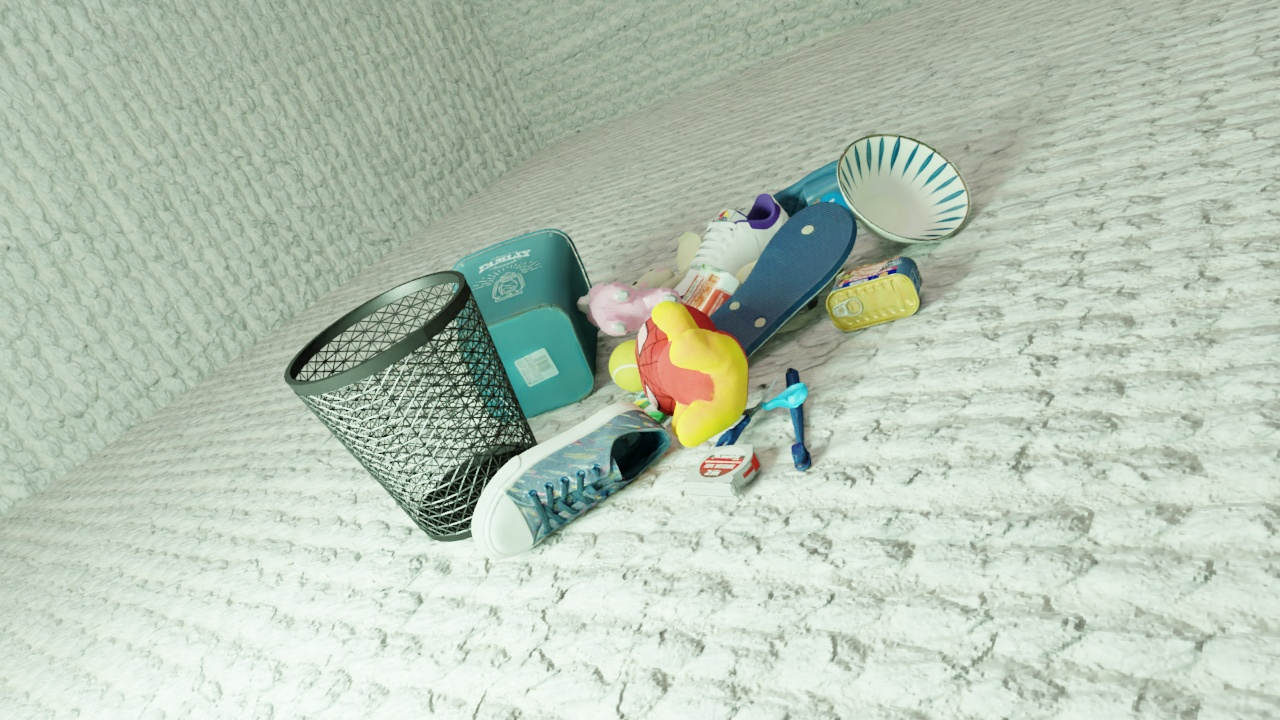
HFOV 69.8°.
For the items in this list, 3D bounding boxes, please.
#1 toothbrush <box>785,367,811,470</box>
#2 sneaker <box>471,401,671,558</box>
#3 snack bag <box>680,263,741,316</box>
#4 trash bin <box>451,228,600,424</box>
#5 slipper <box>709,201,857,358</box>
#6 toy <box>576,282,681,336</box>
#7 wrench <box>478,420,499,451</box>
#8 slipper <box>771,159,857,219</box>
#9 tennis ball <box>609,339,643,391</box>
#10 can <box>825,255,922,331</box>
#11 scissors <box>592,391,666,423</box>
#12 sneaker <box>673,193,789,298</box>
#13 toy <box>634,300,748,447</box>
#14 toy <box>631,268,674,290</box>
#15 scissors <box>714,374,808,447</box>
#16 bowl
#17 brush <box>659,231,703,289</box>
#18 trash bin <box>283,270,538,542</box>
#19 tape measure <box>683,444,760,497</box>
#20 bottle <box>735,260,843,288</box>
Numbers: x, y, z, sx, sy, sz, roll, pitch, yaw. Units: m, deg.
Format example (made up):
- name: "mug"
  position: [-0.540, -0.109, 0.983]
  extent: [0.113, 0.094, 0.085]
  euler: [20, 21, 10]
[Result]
- name: "toothbrush"
  position: [0.155, 0.052, 0.915]
  extent: [0.016, 0.017, 0.189]
  euler: [-21, 22, 15]
- name: "sneaker"
  position: [-0.065, 0.120, 0.939]
  extent: [0.234, 0.087, 0.079]
  euler: [-35, 28, -28]
- name: "snack bag"
  position: [0.078, -0.066, 1.191]
  extent: [0.116, 0.036, 0.077]
  euler: [-59, 23, 3]
- name: "trash bin"
  position: [-0.157, -0.042, 1.281]
  extent: [0.196, 0.199, 0.218]
  euler: [-19, 28, 3]
- name: "slipper"
  position: [0.169, -0.075, 1.128]
  extent: [0.294, 0.060, 0.118]
  euler: [-47, 41, -11]
- name: "toy"
  position: [-0.014, -0.066, 1.182]
  extent: [0.123, 0.067, 0.157]
  euler: [4, 6, -12]
- name: "wrench"
  position: [-0.200, 0.084, 1.282]
  extent: [0.047, 0.009, 0.272]
  euler: [-22, 21, 14]
- name: "slipper"
  position: [0.265, -0.224, 1.334]
  extent: [0.214, 0.104, 0.059]
  euler: [-19, 43, 41]
- name: "tennis ball"
  position: [-0.007, 0.007, 1.150]
  extent: [0.065, 0.065, 0.065]
  euler: [-24, 21, 10]
- name: "can"
  position: [0.264, -0.076, 1.033]
  extent: [0.100, 0.054, 0.058]
  euler: [-15, 23, 28]
- name: "scissors"
  position: [-0.010, 0.060, 1.105]
  extent: [0.126, 0.011, 0.127]
  euler: [-3, 30, 45]
- name: "sneaker"
  position: [0.122, -0.151, 1.297]
  extent: [0.243, 0.111, 0.092]
  euler: [-35, 22, -20]
- name: "toy"
  position: [0.052, 0.007, 0.994]
  extent: [0.098, 0.147, 0.216]
  euler: [0, 12, -11]
- name: "toy"
  position: [0.020, -0.112, 1.426]
  extent: [0.087, 0.050, 0.112]
  euler: [-40, 19, -30]
- name: "scissors"
  position: [0.116, 0.054, 0.939]
  extent: [0.132, 0.014, 0.128]
  euler: [-48, 18, -28]
- name: "bowl"
  position: [0.328, -0.205, 1.188]
  extent: [0.176, 0.177, 0.071]
  euler: [-39, -17, -28]
- name: "brush"
  position: [0.044, -0.113, 1.347]
  extent: [0.062, 0.077, 0.271]
  euler: [-56, -4, 40]
- name: "trash bin"
  position: [-0.235, 0.060, 1.036]
  extent: [0.217, 0.243, 0.216]
  euler: [-22, 25, 11]
- name: "tape measure"
  position: [0.081, 0.106, 0.874]
  extent: [0.060, 0.020, 0.062]
  euler: [-5, 30, 45]
- name: "bottle"
  position: [0.183, -0.114, 1.215]
  extent: [0.162, 0.056, 0.056]
  euler: [-22, 22, 15]
